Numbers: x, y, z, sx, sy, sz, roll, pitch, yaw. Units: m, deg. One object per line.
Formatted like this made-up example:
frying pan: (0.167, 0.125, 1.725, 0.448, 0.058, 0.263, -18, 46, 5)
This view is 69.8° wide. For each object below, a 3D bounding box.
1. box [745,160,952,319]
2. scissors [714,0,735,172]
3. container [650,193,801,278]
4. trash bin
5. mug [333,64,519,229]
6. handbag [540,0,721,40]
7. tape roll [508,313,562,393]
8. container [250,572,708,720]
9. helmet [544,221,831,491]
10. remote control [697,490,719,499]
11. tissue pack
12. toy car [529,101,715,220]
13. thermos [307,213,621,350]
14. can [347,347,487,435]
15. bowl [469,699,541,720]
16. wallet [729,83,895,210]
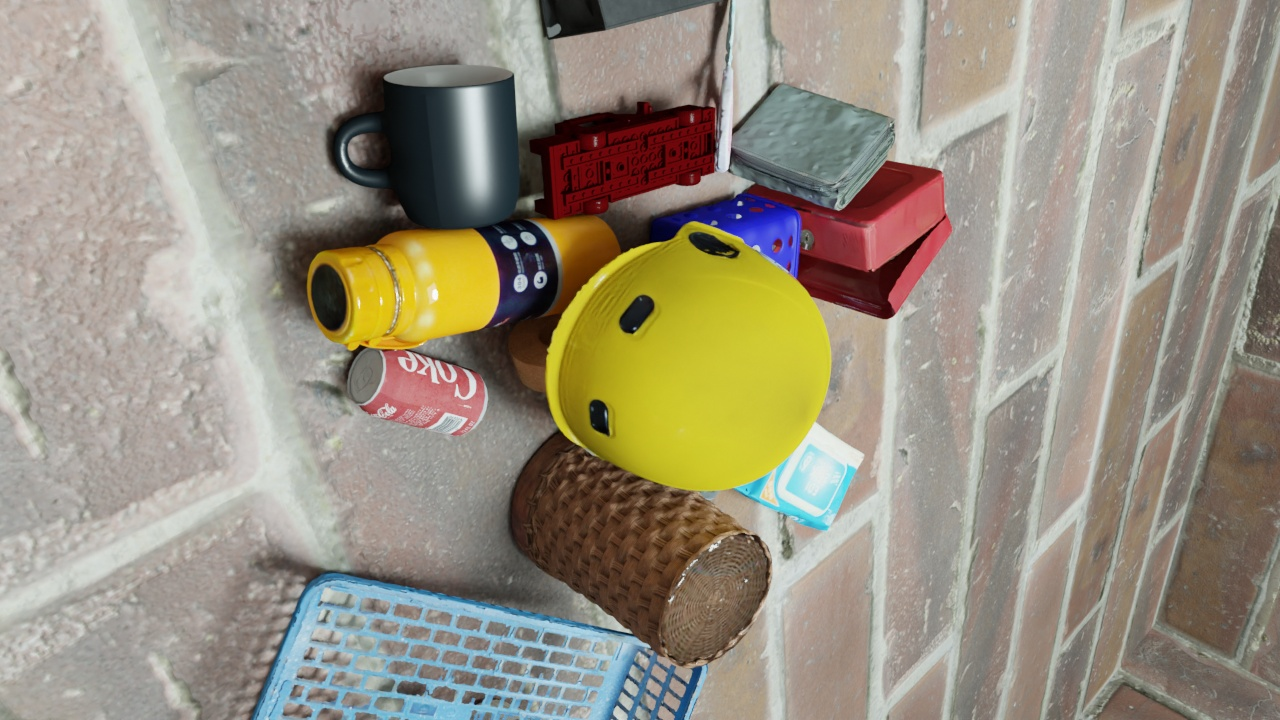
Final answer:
box: (0.201, -0.141, 0.892, 0.136, 0.157, 0.126, -51, 132, -16)
scissors: (0.075, -0.247, 0.779, 0.101, 0.016, 0.179, -76, 171, -71)
container: (0.076, -0.097, 0.842, 0.113, 0.085, 0.084, -21, 123, -35)
trash bin: (0.004, 0.158, 0.796, 0.151, 0.210, 0.151, -16, 117, -34)
mug: (-0.143, -0.142, 0.615, 0.121, 0.085, 0.095, -6, 117, -12)
handbag: (-0.001, -0.355, 0.667, 0.175, 0.072, 0.196, -28, 117, -33)
tape roll: (-0.058, -0.014, 0.744, 0.093, 0.094, 0.027, -36, 131, -27)
container: (-0.145, 0.311, 0.756, 0.361, 0.089, 0.257, 21, 91, -30)
helmet: (0.057, 0.014, 0.700, 0.239, 0.140, 0.209, -1, 115, -54)
remote control: (0.047, 0.117, 0.963, 0.114, 0.028, 0.060, 16, 99, -48)
tissue pack: (0.180, 0.124, 1.073, 0.209, 0.066, 0.117, 31, 87, -46)
toy car: (-0.017, -0.163, 0.733, 0.169, 0.062, 0.070, -24, 125, -35)
thermos: (-0.119, -0.053, 0.662, 0.232, 0.076, 0.091, -16, 120, -46)
can: (-0.166, 0.023, 0.687, 0.096, 0.054, 0.054, 21, 94, -48)
bowl: (-0.145, 0.378, 0.879, 0.115, 0.062, 0.115, -22, 124, -36)
wallet: (0.155, -0.194, 0.837, 0.100, 0.132, 0.054, -49, 140, -13)
